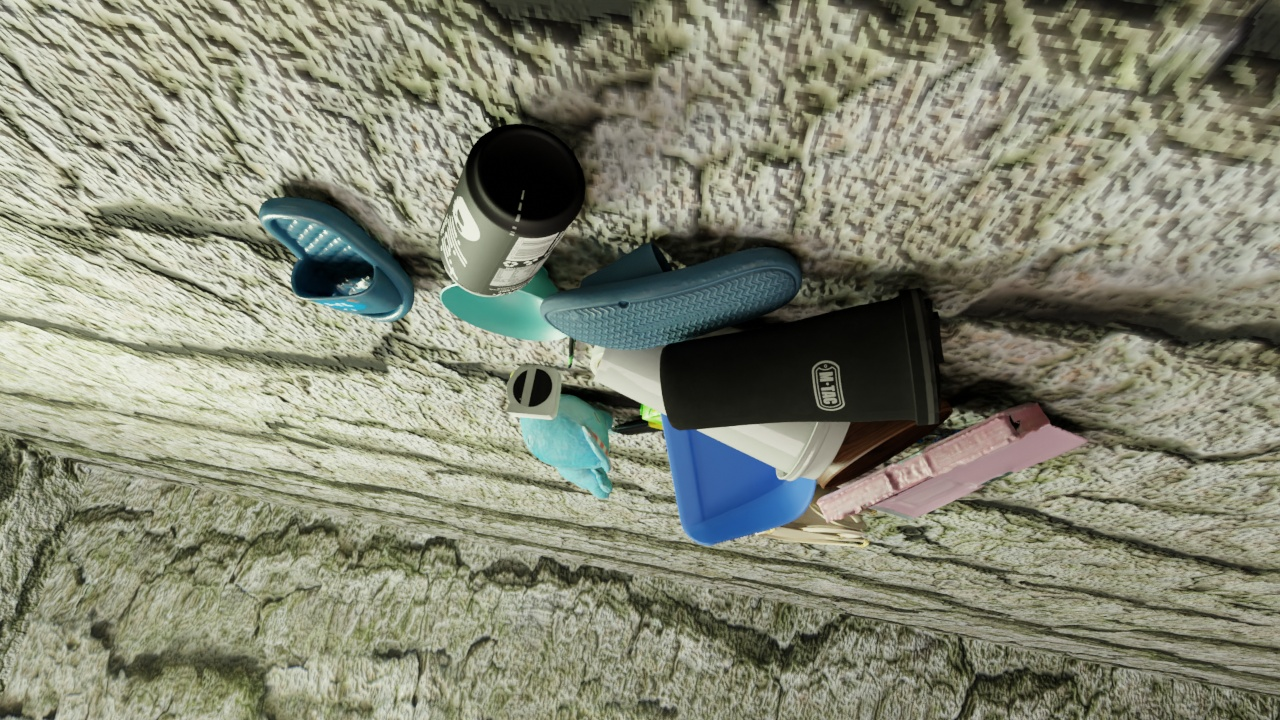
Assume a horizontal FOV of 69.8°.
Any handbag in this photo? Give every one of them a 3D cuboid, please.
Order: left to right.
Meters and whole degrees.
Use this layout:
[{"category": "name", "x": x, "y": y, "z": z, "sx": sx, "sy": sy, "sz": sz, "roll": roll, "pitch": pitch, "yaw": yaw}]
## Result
[{"category": "handbag", "x": 0.217, "y": 0.201, "z": 1.220, "sx": 0.194, "sy": 0.101, "sz": 0.198, "roll": 13, "pitch": 178, "yaw": -27}]

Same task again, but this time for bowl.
[{"category": "bowl", "x": -0.114, "y": -0.062, "z": 0.821, "sx": 0.121, "sy": 0.046, "sz": 0.121, "roll": 10, "pitch": 161, "yaw": 4}, {"category": "bowl", "x": 0.226, "y": 0.060, "z": 0.909, "sx": 0.147, "sy": 0.069, "sz": 0.147, "roll": -26, "pitch": 160, "yaw": -10}]

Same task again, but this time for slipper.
[{"category": "slipper", "x": -0.276, "y": -0.081, "z": 0.847, "sx": 0.104, "sy": 0.059, "sz": 0.214, "roll": 6, "pitch": 159, "yaw": 9}, {"category": "slipper", "x": 0.024, "y": -0.055, "z": 0.745, "sx": 0.214, "sy": 0.059, "sz": 0.104, "roll": -11, "pitch": 152, "yaw": 15}]

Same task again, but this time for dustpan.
[{"category": "dustpan", "x": 0.162, "y": 0.097, "z": 1.010, "sx": 0.257, "sy": 0.059, "sz": 0.246, "roll": -14, "pitch": 129, "yaw": -3}]

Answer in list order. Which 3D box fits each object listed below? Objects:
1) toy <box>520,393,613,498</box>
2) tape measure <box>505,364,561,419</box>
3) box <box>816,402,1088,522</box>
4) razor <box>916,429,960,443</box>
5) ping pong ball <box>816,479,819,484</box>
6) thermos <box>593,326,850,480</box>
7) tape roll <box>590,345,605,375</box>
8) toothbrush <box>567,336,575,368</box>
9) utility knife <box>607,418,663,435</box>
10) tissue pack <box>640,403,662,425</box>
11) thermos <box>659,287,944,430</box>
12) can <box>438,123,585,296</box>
[{"category": "toy", "x": -0.078, "y": 0.108, "z": 1.191, "sx": 0.183, "sy": 0.114, "sz": 0.181, "roll": 24, "pitch": 154, "yaw": 42}, {"category": "tape measure", "x": -0.126, "y": 0.038, "z": 1.080, "sx": 0.064, "sy": 0.065, "sz": 0.017, "roll": 4, "pitch": 160, "yaw": 15}, {"category": "box", "x": 0.320, "y": 0.110, "z": 0.958, "sx": 0.180, "sy": 0.050, "sz": 0.233, "roll": 8, "pitch": 147, "yaw": -43}, {"category": "razor", "x": 0.291, "y": 0.079, "z": 1.025, "sx": 0.141, "sy": 0.018, "sz": 0.044, "roll": 12, "pitch": 161, "yaw": 0}, {"category": "ping pong ball", "x": 0.228, "y": 0.144, "z": 1.208, "sx": 0.040, "sy": 0.040, "sz": 0.040, "roll": 10, "pitch": 161, "yaw": 3}, {"category": "thermos", "x": 0.075, "y": 0.019, "z": 0.845, "sx": 0.222, "sy": 0.131, "sz": 0.132, "roll": 20, "pitch": 160, "yaw": -2}, {"category": "tape roll", "x": -0.006, "y": 0.006, "z": 0.972, "sx": 0.094, "sy": 0.019, "sz": 0.094, "roll": 9, "pitch": 152, "yaw": 5}, {"category": "toothbrush", "x": -0.072, "y": -0.024, "z": 0.955, "sx": 0.017, "sy": 0.014, "sz": 0.188, "roll": 25, "pitch": 160, "yaw": 1}, {"category": "utility knife", "x": 0.007, "y": 0.085, "z": 1.204, "sx": 0.028, "sy": 0.020, "sz": 0.187, "roll": 26, "pitch": 155, "yaw": -31}, {"category": "tissue pack", "x": 0.068, "y": 0.058, "z": 1.059, "sx": 0.099, "sy": 0.034, "sz": 0.114, "roll": 17, "pitch": 159, "yaw": -31}, {"category": "thermos", "x": 0.130, "y": 0.008, "z": 0.731, "sx": 0.219, "sy": 0.105, "sz": 0.106, "roll": -8, "pitch": 156, "yaw": 15}, {"category": "can", "x": -0.096, "y": -0.101, "z": 0.652, "sx": 0.080, "sy": 0.080, "sz": 0.146, "roll": 17, "pitch": 160, "yaw": -16}]
